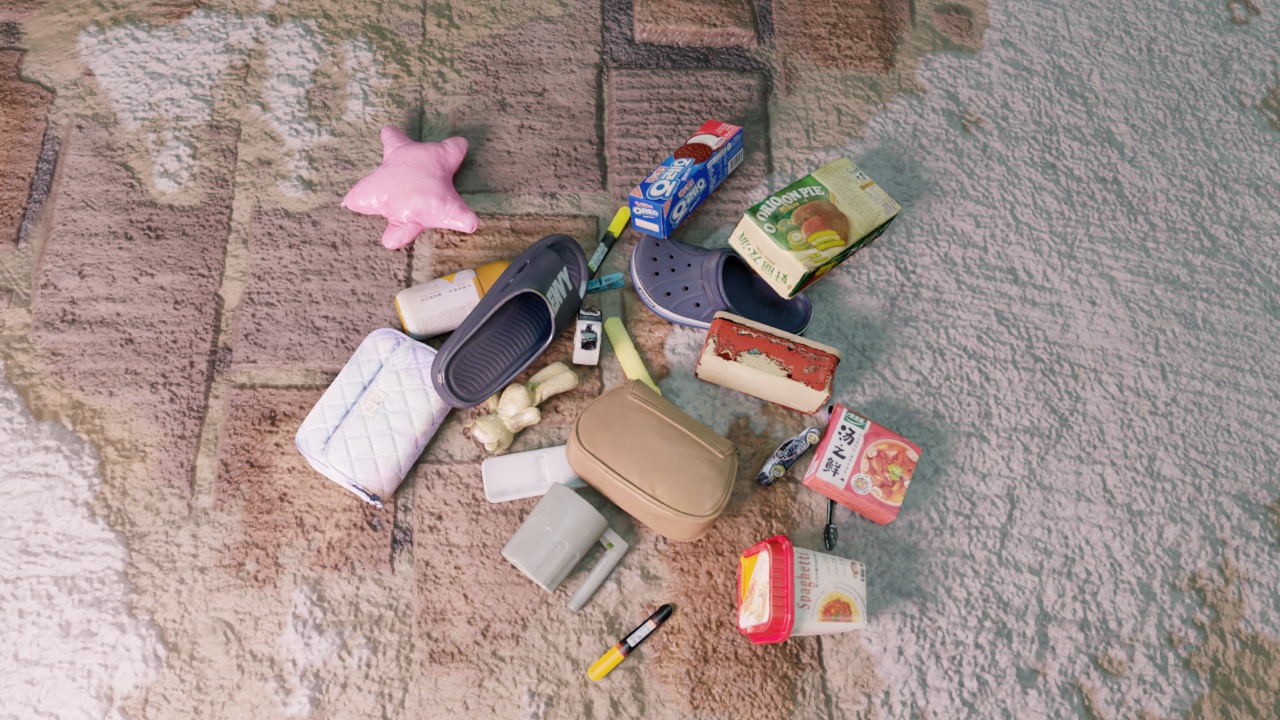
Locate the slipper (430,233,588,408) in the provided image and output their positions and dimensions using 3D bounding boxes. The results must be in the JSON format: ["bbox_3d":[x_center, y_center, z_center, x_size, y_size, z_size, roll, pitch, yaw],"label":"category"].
[{"bbox_3d":[-0.139,-0.045,1.119,0.267,0.083,0.111,-50,122,-25],"label":"slipper"}]

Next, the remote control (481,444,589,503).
[{"bbox_3d":[-0.124,0.137,1.121,0.136,0.020,0.055,-9,70,-8],"label":"remote control"}]

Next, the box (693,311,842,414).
[{"bbox_3d":[0.157,0.011,1.154,0.168,0.091,0.079,18,65,2],"label":"box"}]

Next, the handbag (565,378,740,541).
[{"bbox_3d":[0.016,0.120,1.100,0.204,0.100,0.147,34,55,9],"label":"handbag"}]

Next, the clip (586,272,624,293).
[{"bbox_3d":[-0.049,-0.102,1.218,0.055,0.038,0.013,-13,70,1],"label":"clip"}]

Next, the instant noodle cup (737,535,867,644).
[{"bbox_3d":[0.186,0.268,1.055,0.124,0.117,0.116,10,68,-14],"label":"instant noodle cup"}]

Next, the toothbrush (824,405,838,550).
[{"bbox_3d":[0.240,0.144,1.151,0.014,0.017,0.188,10,67,-11],"label":"toothbrush"}]

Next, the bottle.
[{"bbox_3d":[-0.214,-0.083,1.171,0.189,0.068,0.068,-20,72,-15],"label":"bottle"}]

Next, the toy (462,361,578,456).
[{"bbox_3d":[-0.144,0.057,1.134,0.157,0.066,0.105,-39,44,-21],"label":"toy"}]

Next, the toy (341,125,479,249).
[{"bbox_3d":[-0.310,-0.235,1.220,0.178,0.075,0.194,-11,67,-6],"label":"toy"}]

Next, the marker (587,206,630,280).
[{"bbox_3d":[-0.046,-0.157,1.243,0.018,0.015,0.124,27,73,6],"label":"marker"}]

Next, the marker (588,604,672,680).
[{"bbox_3d":[-0.011,0.326,1.063,0.123,0.015,0.018,-37,78,-19],"label":"marker"}]

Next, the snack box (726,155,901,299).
[{"bbox_3d":[0.232,-0.179,1.205,0.114,0.063,0.239,46,51,13],"label":"snack box"}]

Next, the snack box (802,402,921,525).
[{"bbox_3d":[0.279,0.121,1.139,0.113,0.044,0.126,27,64,3],"label":"snack box"}]

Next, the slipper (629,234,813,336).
[{"bbox_3d":[0.104,-0.094,1.189,0.253,0.095,0.105,21,66,1],"label":"slipper"}]

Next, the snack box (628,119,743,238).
[{"bbox_3d":[0.065,-0.246,1.230,0.058,0.057,0.206,23,53,27],"label":"snack box"}]

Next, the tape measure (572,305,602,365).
[{"bbox_3d":[-0.068,-0.028,1.163,0.033,0.066,0.066,4,68,-6],"label":"tape measure"}]

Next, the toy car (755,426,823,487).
[{"bbox_3d":[0.184,0.116,1.139,0.105,0.049,0.031,-38,79,-18],"label":"toy car"}]

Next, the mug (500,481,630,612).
[{"bbox_3d":[-0.086,0.219,1.069,0.124,0.084,0.103,45,71,-14],"label":"mug"}]

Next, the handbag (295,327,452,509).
[{"bbox_3d":[-0.311,0.064,1.104,0.134,0.076,0.193,29,70,4],"label":"handbag"}]

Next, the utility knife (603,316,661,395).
[{"bbox_3d":[-0.007,0.007,1.183,0.031,0.018,0.151,-21,74,-16],"label":"utility knife"}]
